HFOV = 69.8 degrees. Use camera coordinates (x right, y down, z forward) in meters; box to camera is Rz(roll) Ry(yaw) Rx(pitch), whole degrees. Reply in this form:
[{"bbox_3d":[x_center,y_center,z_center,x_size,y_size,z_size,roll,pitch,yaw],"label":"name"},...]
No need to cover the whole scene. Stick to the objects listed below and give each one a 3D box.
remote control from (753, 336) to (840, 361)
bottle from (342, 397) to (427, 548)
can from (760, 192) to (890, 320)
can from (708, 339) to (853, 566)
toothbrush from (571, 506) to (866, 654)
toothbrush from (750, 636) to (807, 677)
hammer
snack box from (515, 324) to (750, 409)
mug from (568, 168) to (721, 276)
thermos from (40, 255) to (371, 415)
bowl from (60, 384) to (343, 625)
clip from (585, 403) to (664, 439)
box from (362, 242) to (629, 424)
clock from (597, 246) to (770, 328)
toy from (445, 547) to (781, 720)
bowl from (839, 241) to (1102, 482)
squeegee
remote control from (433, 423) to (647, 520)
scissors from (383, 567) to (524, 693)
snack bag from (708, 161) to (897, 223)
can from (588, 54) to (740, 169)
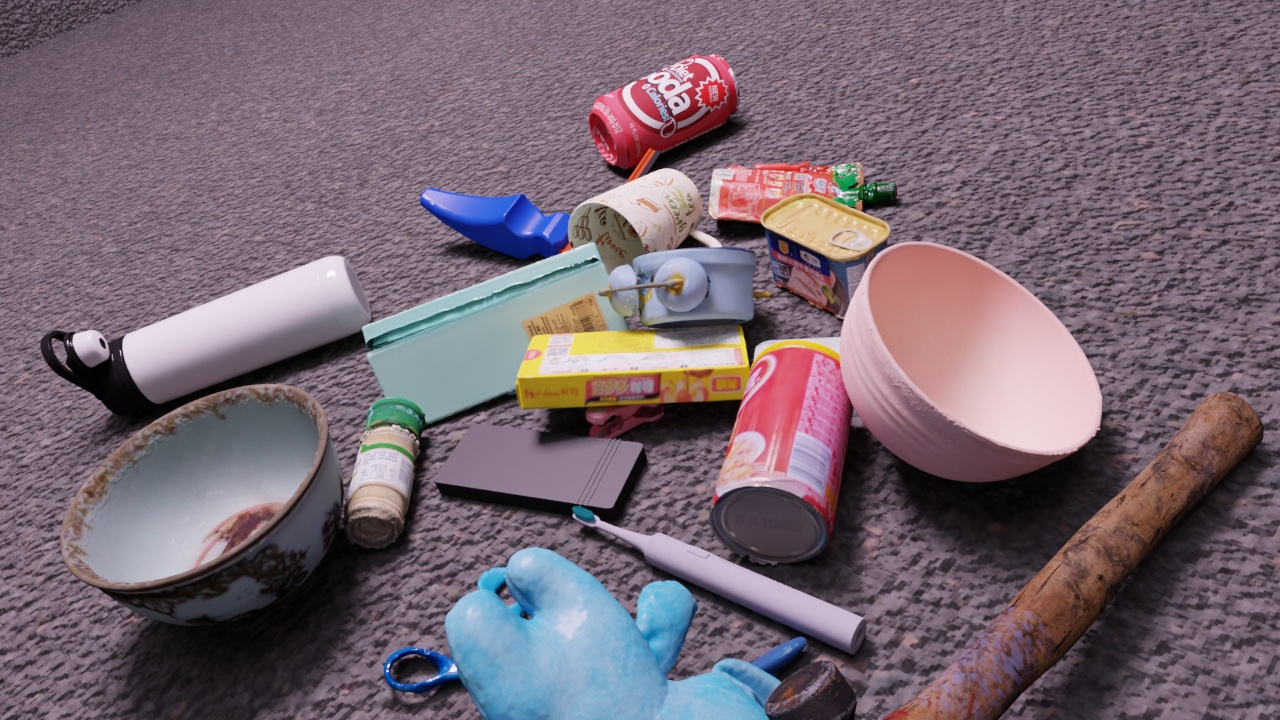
[{"bbox_3d":[0.141,0.000,0.609,0.133,0.022,0.050,-3,40,16],"label":"remote control"},{"bbox_3d":[-0.171,0.074,0.616,0.043,0.043,0.109,-11,39,6],"label":"bottle"},{"bbox_3d":[0.138,-0.077,0.677,0.053,0.059,0.100,-32,40,-20],"label":"can"},{"bbox_3d":[0.085,0.050,0.531,0.067,0.067,0.124,1,41,21],"label":"can"},{"bbox_3d":[0.034,0.115,0.507,0.188,0.019,0.018,16,50,34],"label":"toothbrush"},{"bbox_3d":[0.029,0.171,0.442,0.132,0.021,0.016,-32,76,-20],"label":"toothbrush"},{"bbox_3d":[0.206,0.110,0.422,0.329,0.033,0.120,-30,83,-29],"label":"hammer"},{"bbox_3d":[-0.004,0.004,0.624,0.152,0.025,0.075,-3,23,4],"label":"snack box"},{"bbox_3d":[0.018,-0.103,0.754,0.122,0.081,0.097,33,48,19],"label":"mug"},{"bbox_3d":[-0.349,-0.027,0.757,0.230,0.101,0.068,-22,58,-6],"label":"thermos"},{"bbox_3d":[-0.250,0.101,0.565,0.160,0.094,0.159,-10,38,8],"label":"bowl"},{"bbox_3d":[-0.010,0.040,0.620,0.060,0.044,0.023,-4,33,-32],"label":"clip"},{"bbox_3d":[-0.102,-0.010,0.688,0.188,0.077,0.091,-20,77,-2],"label":"box"},{"bbox_3d":[0.029,-0.051,0.647,0.124,0.051,0.089,0,-3,-43],"label":"clock"},{"bbox_3d":[-0.012,0.166,0.375,0.180,0.115,0.182,46,45,9],"label":"toy"},{"bbox_3d":[0.173,0.011,0.523,0.153,0.076,0.152,15,46,-16],"label":"bowl"},{"bbox_3d":[-0.116,-0.121,0.823,0.185,0.055,0.248,19,57,17],"label":"squeegee"},{"bbox_3d":[-0.066,0.071,0.603,0.134,0.013,0.058,5,42,25],"label":"remote control"},{"bbox_3d":[-0.084,0.169,0.492,0.117,0.014,0.130,-20,42,-12],"label":"scissors"},{"bbox_3d":[0.138,-0.143,0.780,0.155,0.044,0.087,1,46,14],"label":"snack bag"},{"bbox_3d":[0.023,-0.249,0.918,0.142,0.074,0.074,-28,39,-15],"label":"can"}]
